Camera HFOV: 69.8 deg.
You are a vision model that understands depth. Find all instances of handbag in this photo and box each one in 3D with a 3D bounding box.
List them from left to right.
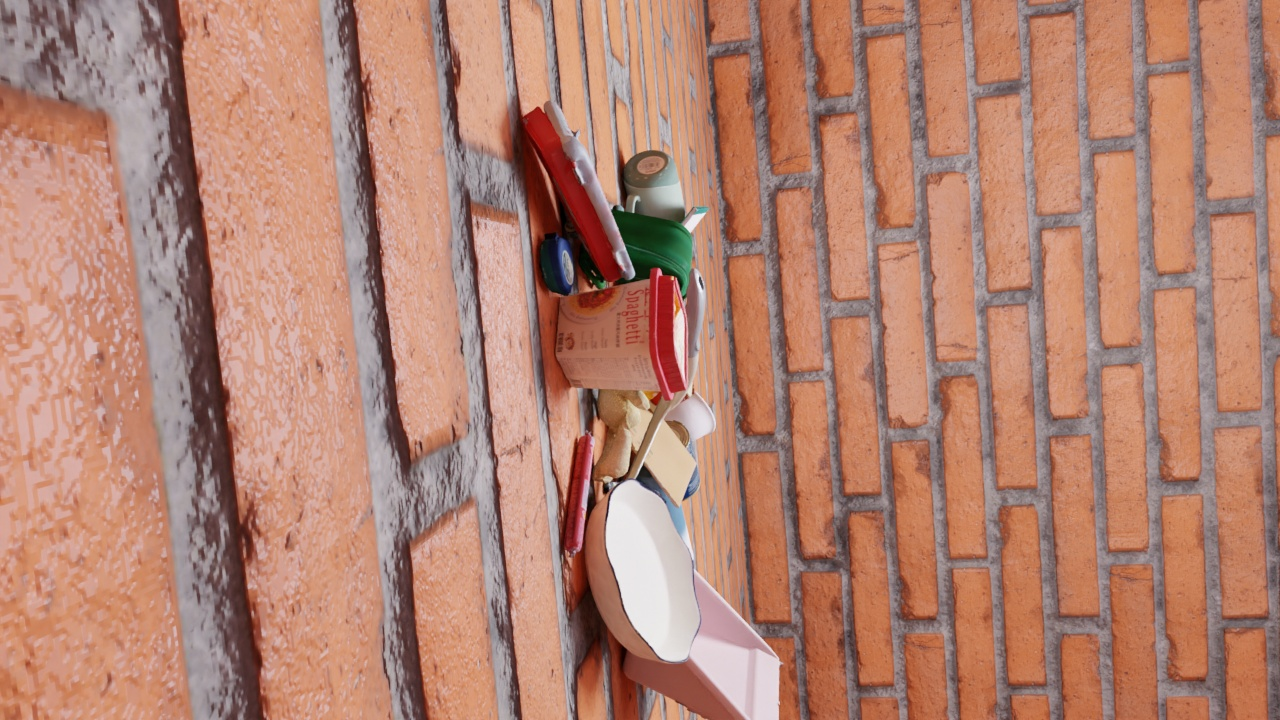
[{"bbox_3d":[-0.003,-0.112,1.066,0.120,0.131,0.067,81,23,-60],"label":"handbag"}]

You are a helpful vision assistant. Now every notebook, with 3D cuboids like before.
[{"bbox_3d":[0.019,0.109,1.232,0.148,0.008,0.207,53,12,-2],"label":"notebook"},{"bbox_3d":[0.052,-0.184,1.454,0.150,0.012,0.209,-51,179,14],"label":"notebook"}]

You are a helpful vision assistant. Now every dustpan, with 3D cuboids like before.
[{"bbox_3d":[0.082,0.337,1.170,0.222,0.273,0.139,-63,173,-76],"label":"dustpan"}]

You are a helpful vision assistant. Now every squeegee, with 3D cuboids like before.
[{"bbox_3d":[0.051,-0.006,1.084,0.245,0.039,0.247,-64,171,-48],"label":"squeegee"}]

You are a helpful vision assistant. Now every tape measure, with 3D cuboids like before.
[{"bbox_3d":[-0.083,-0.094,0.901,0.054,0.025,0.058,17,65,-77],"label":"tape measure"}]

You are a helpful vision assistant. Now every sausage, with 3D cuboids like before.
[{"bbox_3d":[-0.062,0.135,0.946,0.020,0.020,0.155,75,15,-46],"label":"sausage"}]

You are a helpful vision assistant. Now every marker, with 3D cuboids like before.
[{"bbox_3d":[-0.028,0.161,1.152,0.124,0.015,0.018,32,54,-74],"label":"marker"}]

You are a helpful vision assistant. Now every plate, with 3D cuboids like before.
[{"bbox_3d":[0.002,0.237,1.028,0.205,0.046,0.204,50,27,-38],"label":"plate"}]

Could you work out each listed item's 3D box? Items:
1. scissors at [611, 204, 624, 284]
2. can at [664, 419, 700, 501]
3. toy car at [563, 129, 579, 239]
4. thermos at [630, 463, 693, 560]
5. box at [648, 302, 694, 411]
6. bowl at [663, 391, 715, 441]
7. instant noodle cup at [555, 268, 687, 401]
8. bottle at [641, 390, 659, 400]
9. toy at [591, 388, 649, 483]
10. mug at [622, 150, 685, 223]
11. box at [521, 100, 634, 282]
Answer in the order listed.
[{"bbox_3d":[-0.024,-0.143,1.277,0.178,0.019,0.173,72,20,-58],"label":"scissors"},{"bbox_3d":[0.047,0.153,1.395,0.075,0.075,0.111,-84,165,-44],"label":"can"},{"bbox_3d":[-0.070,-0.188,0.988,0.054,0.037,0.121,-82,168,-51],"label":"toy car"},{"bbox_3d":[0.029,0.221,1.308,0.070,0.070,0.221,-83,165,-46],"label":"thermos"},{"bbox_3d":[0.040,-0.014,1.330,0.091,0.079,0.168,47,31,-30],"label":"box"},{"bbox_3d":[0.053,0.091,1.444,0.064,0.118,0.118,-44,143,-24],"label":"bowl"},{"bbox_3d":[-0.018,-0.023,0.956,0.117,0.124,0.116,70,18,-58],"label":"instant noodle cup"},{"bbox_3d":[-0.007,0.007,1.180,0.108,0.063,0.063,70,18,-57],"label":"bottle"},{"bbox_3d":[-0.032,0.063,1.054,0.105,0.066,0.157,147,-51,-64],"label":"toy"},{"bbox_3d":[0.012,-0.245,1.376,0.111,0.082,0.106,-51,148,-27],"label":"mug"},{"bbox_3d":[-0.053,-0.162,0.910,0.087,0.048,0.201,58,-3,39],"label":"box"}]
